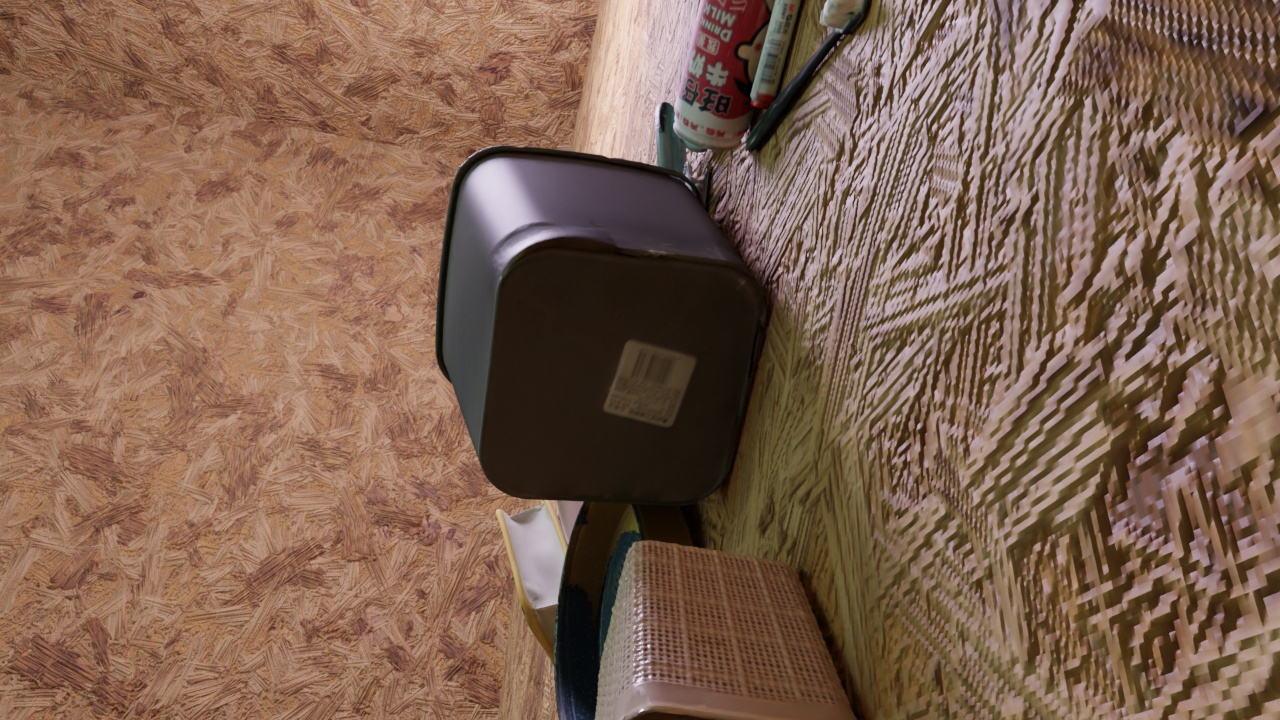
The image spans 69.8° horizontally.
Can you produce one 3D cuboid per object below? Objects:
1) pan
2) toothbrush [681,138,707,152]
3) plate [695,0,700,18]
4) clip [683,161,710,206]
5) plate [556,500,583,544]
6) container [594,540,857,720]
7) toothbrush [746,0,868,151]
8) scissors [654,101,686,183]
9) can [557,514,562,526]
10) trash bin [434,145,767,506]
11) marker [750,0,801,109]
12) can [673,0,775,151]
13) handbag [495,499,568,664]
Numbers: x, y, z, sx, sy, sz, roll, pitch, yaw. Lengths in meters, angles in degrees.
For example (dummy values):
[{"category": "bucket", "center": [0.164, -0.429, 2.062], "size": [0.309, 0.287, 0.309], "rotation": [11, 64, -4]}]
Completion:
[{"category": "pan", "center": [-0.007, 0.187, 0.555], "size": [0.358, 0.078, 0.198], "rotation": [-161, 80, -71]}, {"category": "toothbrush", "center": [0.068, -0.233, 0.660], "size": [0.026, 0.027, 0.225], "rotation": [55, 154, 18]}, {"category": "plate", "center": [0.067, -0.311, 0.748], "size": [0.179, 0.024, 0.179], "rotation": [-173, 91, -81]}, {"category": "clip", "center": [0.045, -0.133, 0.738], "size": [0.025, 0.032, 0.057], "rotation": [112, 162, -76]}, {"category": "plate", "center": [-0.045, 0.117, 0.803], "size": [0.193, 0.039, 0.192], "rotation": [170, 90, -73]}, {"category": "container", "center": [0.027, 0.137, 0.372], "size": [0.110, 0.090, 0.090], "rotation": [-94, 15, -66]}, {"category": "toothbrush", "center": [0.085, -0.156, 0.517], "size": [0.181, 0.018, 0.015], "rotation": [134, 141, -77]}, {"category": "scissors", "center": [0.025, -0.124, 0.745], "size": [0.143, 0.019, 0.179], "rotation": [60, -151, -69]}, {"category": "can", "center": [-0.059, 0.166, 0.972], "size": [0.148, 0.058, 0.057], "rotation": [110, 166, -51]}, {"category": "trash bin", "center": [-0.030, -0.024, 0.609], "size": [0.219, 0.198, 0.199], "rotation": [-123, 40, -66]}, {"category": "marker", "center": [0.090, -0.223, 0.544], "size": [0.017, 0.017, 0.145], "rotation": [-98, 19, -62]}, {"category": "can", "center": [0.060, -0.207, 0.597], "size": [0.053, 0.053, 0.133], "rotation": [-93, 14, -52]}, {"category": "handbag", "center": [-0.074, 0.236, 0.894], "size": [0.163, 0.063, 0.179], "rotation": [-119, 10, -55]}]
